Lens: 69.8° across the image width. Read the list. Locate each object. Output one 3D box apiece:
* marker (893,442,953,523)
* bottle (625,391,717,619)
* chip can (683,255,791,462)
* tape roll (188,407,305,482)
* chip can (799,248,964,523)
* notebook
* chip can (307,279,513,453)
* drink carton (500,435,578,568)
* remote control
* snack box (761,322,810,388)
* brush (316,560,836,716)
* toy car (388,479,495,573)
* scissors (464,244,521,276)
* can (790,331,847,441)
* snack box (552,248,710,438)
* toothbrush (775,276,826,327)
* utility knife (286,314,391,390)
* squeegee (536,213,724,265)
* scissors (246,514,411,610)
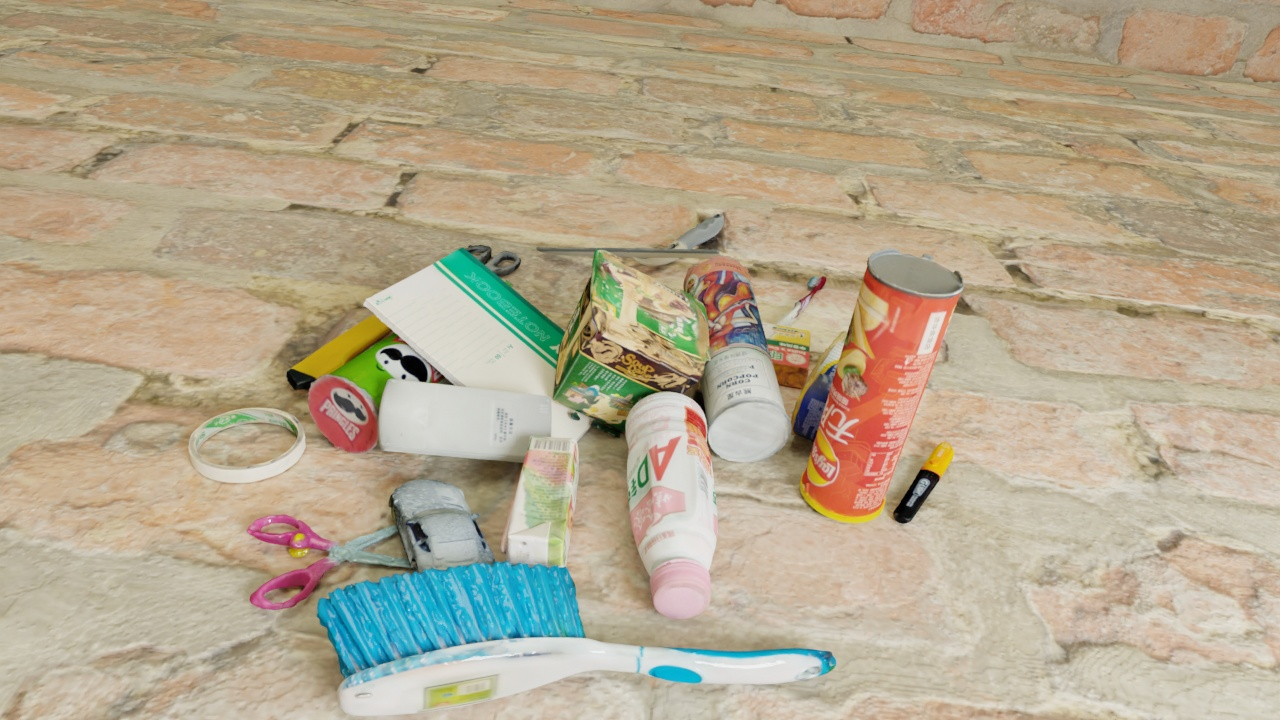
[{"bbox_3d":[0.243,0.104,0.784,0.018,0.015,0.123,19,34,28],"label":"marker"},{"bbox_3d":[0.024,0.105,0.692,0.068,0.068,0.196,4,35,-5],"label":"bottle"},{"bbox_3d":[0.085,-0.008,0.849,0.071,0.071,0.214,3,41,-7],"label":"chip can"},{"bbox_3d":[-0.314,0.067,0.734,0.086,0.014,0.085,5,31,-3],"label":"tape roll"},{"bbox_3d":[0.181,0.025,0.706,0.073,0.217,0.073,6,34,-4],"label":"chip can"},{"bbox_3d":[-0.121,-0.010,0.816,0.209,0.012,0.150,40,35,2],"label":"notebook"},{"bbox_3d":[-0.190,-0.004,0.823,0.072,0.072,0.235,18,32,18],"label":"chip can"},{"bbox_3d":[-0.072,0.110,0.672,0.045,0.054,0.122,5,30,-1],"label":"drink carton"},{"bbox_3d":[-0.138,0.049,0.726,0.135,0.019,0.056,6,69,-18],"label":"remote control"},{"bbox_3d":[0.094,-0.015,0.940,0.156,0.027,0.076,10,33,6],"label":"snack box"},{"bbox_3d":[-0.035,0.176,0.577,0.314,0.061,0.109,-3,38,-21],"label":"brush"},{"bbox_3d":[-0.141,0.121,0.651,0.054,0.037,0.120,-2,28,-29],"label":"toy car"},{"bbox_3d":[-0.188,-0.091,1.019,0.140,0.014,0.173,-1,30,-16],"label":"scissors"},{"bbox_3d":[0.186,0.027,0.844,0.049,0.075,0.147,22,34,19],"label":"can"},{"bbox_3d":[-0.018,-0.009,0.803,0.118,0.106,0.117,27,35,-19],"label":"snack box"},{"bbox_3d":[0.178,-0.063,1.049,0.017,0.016,0.187,12,30,25],"label":"toothbrush"},{"bbox_3d":[-0.271,-0.018,0.883,0.033,0.015,0.196,22,31,10],"label":"utility knife"},{"bbox_3d":[0.043,-0.144,1.138,0.247,0.039,0.245,5,20,32],"label":"squeegee"},{"bbox_3d":[-0.213,0.138,0.636,0.133,0.017,0.123,11,27,-1],"label":"scissors"}]
